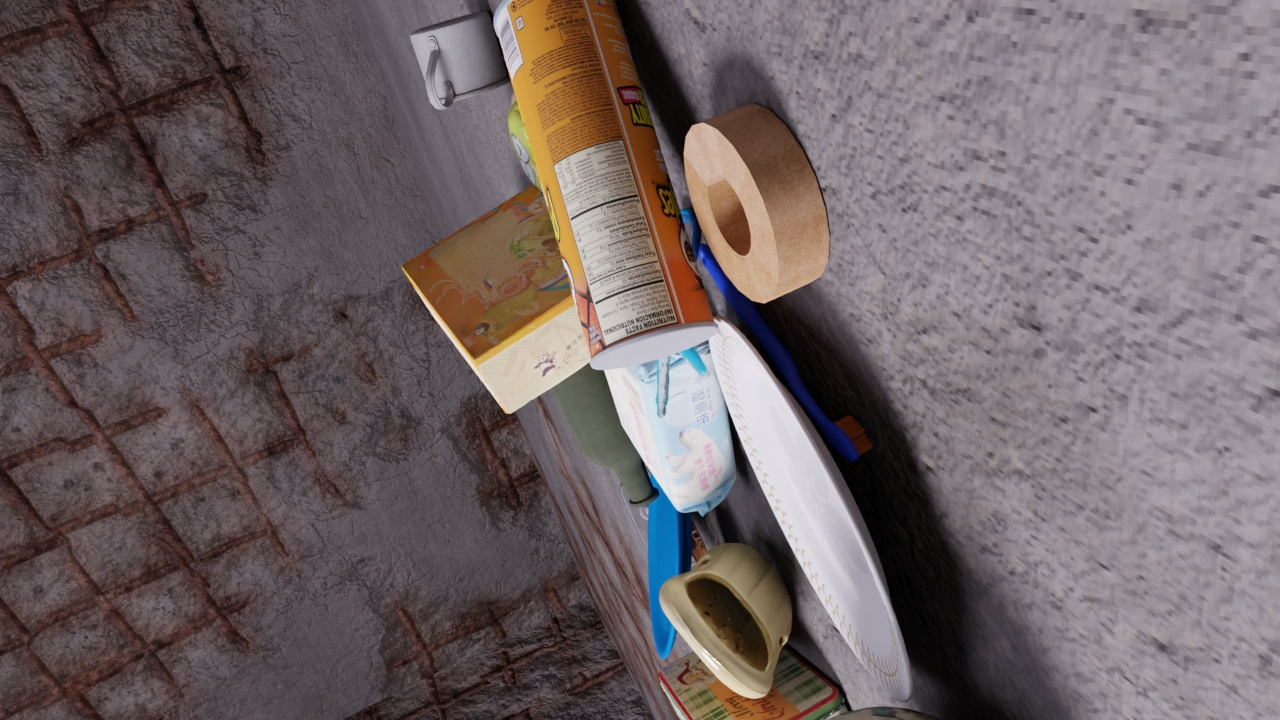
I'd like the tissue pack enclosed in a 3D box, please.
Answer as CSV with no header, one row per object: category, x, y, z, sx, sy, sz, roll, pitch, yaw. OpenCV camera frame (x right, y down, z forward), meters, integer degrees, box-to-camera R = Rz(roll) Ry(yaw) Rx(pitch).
tissue pack,0.022,0.027,0.704,0.112,0.070,0.182,53,165,45

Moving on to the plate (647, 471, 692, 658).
plate,0.031,0.180,0.915,0.224,0.024,0.224,180,92,-84

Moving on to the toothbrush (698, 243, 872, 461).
toothbrush,0.077,-0.012,0.527,0.016,0.018,0.182,83,162,-49

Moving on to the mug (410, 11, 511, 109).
mug,-0.180,-0.289,0.886,0.113,0.084,0.070,-59,-41,-56

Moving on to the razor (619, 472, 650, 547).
razor,0.023,0.171,1.055,0.088,0.047,0.116,66,160,1

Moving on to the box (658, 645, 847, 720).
box,0.095,0.299,0.805,0.050,0.117,0.205,63,170,-8

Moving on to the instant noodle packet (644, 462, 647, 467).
instant noodle packet,-0.025,0.056,1.034,0.098,0.039,0.135,-118,10,-50

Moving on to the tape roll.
tape roll,0.055,-0.077,0.453,0.094,0.027,0.094,61,167,24

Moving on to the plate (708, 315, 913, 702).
plate,0.100,0.081,0.542,0.242,0.016,0.242,154,91,-86

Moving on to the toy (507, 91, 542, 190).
toy,-0.093,-0.199,0.820,0.115,0.046,0.092,-116,3,-49

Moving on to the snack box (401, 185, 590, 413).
snack box,-0.097,-0.055,0.781,0.195,0.145,0.081,43,164,49

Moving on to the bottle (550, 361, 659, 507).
bottle,-0.036,0.046,0.877,0.207,0.071,0.071,66,169,-14

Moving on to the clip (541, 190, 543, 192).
clip,-0.094,-0.171,0.955,0.046,0.014,0.050,174,75,-75

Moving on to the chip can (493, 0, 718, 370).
chip can,-0.022,-0.108,0.532,0.075,0.075,0.215,124,131,-76

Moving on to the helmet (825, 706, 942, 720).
helmet,0.107,0.303,0.467,0.193,0.235,0.225,26,135,34

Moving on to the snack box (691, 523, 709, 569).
snack box,0.071,0.252,1.008,0.141,0.031,0.051,63,168,11

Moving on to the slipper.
slipper,0.086,0.203,0.759,0.111,0.079,0.261,49,-178,13

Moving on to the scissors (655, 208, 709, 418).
scissors,0.018,-0.036,0.586,0.134,0.012,0.134,-66,33,23
